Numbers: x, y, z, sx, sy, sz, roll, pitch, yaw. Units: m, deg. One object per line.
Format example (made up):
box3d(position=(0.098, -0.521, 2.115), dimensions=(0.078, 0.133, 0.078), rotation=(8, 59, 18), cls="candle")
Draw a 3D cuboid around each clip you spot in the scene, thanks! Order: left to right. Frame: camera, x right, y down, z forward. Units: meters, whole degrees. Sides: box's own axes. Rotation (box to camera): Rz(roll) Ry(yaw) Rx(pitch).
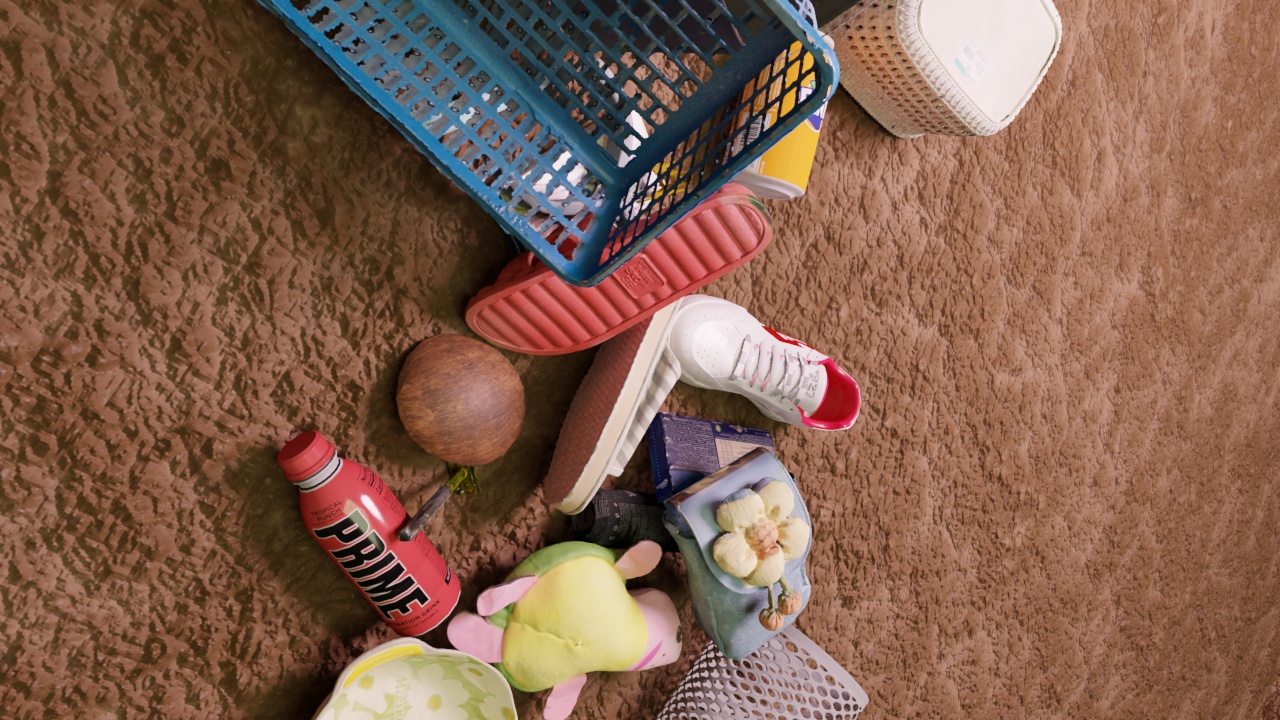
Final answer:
box3d(position=(-0.031, -0.171, 0.726), dimensions=(0.172, 0.031, 0.164), rotation=(31, 84, -39), cls="clip")
box3d(position=(0.022, -0.152, 0.767), dimensions=(0.054, 0.046, 0.048), rotation=(-20, 66, -32), cls="clip")

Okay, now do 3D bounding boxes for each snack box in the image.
box3d(position=(-0.049, -0.140, 0.757), dimensions=(0.149, 0.026, 0.082), rotation=(-38, 121, -25), cls="snack box")
box3d(position=(0.073, 0.099, 0.875), dimensions=(0.150, 0.027, 0.082), rotation=(12, 60, -37), cls="snack box")

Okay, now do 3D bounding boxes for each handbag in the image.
box3d(position=(0.097, 0.179, 0.808), dimensions=(0.121, 0.119, 0.192), rotation=(-26, 122, -21), cls="handbag")

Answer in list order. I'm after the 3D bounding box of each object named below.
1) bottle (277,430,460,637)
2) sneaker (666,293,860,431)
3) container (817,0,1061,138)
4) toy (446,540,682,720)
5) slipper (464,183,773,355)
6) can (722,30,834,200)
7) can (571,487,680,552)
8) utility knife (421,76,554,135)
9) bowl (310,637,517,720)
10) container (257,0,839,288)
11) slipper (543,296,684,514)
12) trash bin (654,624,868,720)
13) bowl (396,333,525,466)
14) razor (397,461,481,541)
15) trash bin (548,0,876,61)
box3d(position=(-0.203, 0.127, 0.680), dimensions=(0.062, 0.062, 0.177), rotation=(-41, 121, -22), cls="bottle")
box3d(position=(0.125, 0.009, 0.869), dimensions=(0.236, 0.104, 0.090), rotation=(29, 82, -37), cls="sneaker")
box3d(position=(0.286, -0.326, 0.889), dimensions=(0.251, 0.143, 0.185), rotation=(31, 95, -37), cls="container")
box3d(position=(-0.053, 0.225, 0.796), dimensions=(0.238, 0.088, 0.190), rotation=(17, 101, -39), cls="toy")
box3d(position=(-0.020, -0.076, 0.708), dimensions=(0.249, 0.059, 0.103), rotation=(-22, 141, 16), cls="slipper")
box3d(position=(0.126, -0.223, 0.834), dimensions=(0.079, 0.079, 0.142), rotation=(12, 93, -38), cls="can")
box3d(position=(0.003, 0.148, 0.841), dimensions=(0.137, 0.054, 0.054), rotation=(13, 92, -38), cls="can")
box3d(position=(-0.113, -0.200, 0.706), dimensions=(0.147, 0.015, 0.022), rotation=(-31, 116, -31), cls="utility knife")
box3d(position=(-0.194, 0.308, 0.729), dimensions=(0.188, 0.060, 0.219), rotation=(-21, 113, -32), cls="bowl")
box3d(position=(-0.080, -0.237, 0.537), dimensions=(0.362, 0.258, 0.089), rotation=(43, 48, -14), cls="container")
box3d(position=(-0.005, 0.005, 0.775), dimensions=(0.054, 0.114, 0.272), rotation=(27, 81, -16), cls="slipper")
box3d(position=(0.106, 0.358, 0.903), dimensions=(0.183, 0.157, 0.156), rotation=(-48, 124, -15), cls="trash bin")
box3d(position=(-0.132, 0.029, 0.714), dimensions=(0.114, 0.026, 0.101), rotation=(24, 67, -36), cls="bowl")
box3d(position=(-0.155, 0.107, 0.701), dimensions=(0.105, 0.026, 0.042), rotation=(-55, 140, -63), cls="razor")
box3d(position=(0.038, -0.324, 0.656), dimensions=(0.197, 0.220, 0.197), rotation=(-38, 120, -24), cls="trash bin")
